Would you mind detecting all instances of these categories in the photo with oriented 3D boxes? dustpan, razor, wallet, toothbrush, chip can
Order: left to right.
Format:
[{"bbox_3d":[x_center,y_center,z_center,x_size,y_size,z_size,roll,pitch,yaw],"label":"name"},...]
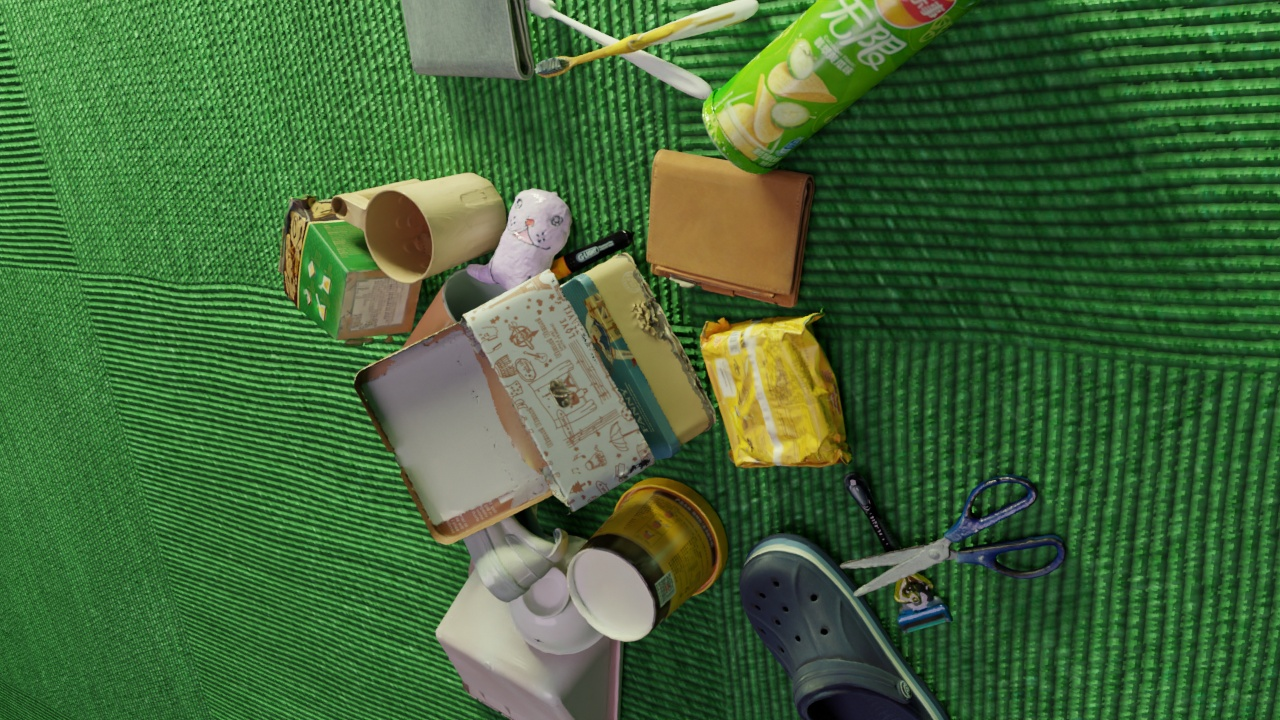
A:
[{"bbox_3d":[-0.149,-0.296,0.782,0.130,0.036,0.107,15,123,34],"label":"wallet"},{"bbox_3d":[-0.105,0.318,1.028,0.223,0.138,0.274,20,147,23],"label":"dustpan"},{"bbox_3d":[-0.017,-0.250,0.730,0.180,0.016,0.016,32,126,16],"label":"toothbrush"},{"bbox_3d":[-0.001,-0.245,0.702,0.192,0.018,0.016,-7,99,27],"label":"toothbrush"},{"bbox_3d":[0.067,-0.103,0.723,0.132,0.031,0.108,16,116,29],"label":"wallet"},{"bbox_3d":[0.136,-0.209,0.607,0.222,0.072,0.072,-34,88,38],"label":"chip can"},{"bbox_3d":[0.202,0.152,0.744,0.043,0.022,0.142,-27,94,24],"label":"razor"}]

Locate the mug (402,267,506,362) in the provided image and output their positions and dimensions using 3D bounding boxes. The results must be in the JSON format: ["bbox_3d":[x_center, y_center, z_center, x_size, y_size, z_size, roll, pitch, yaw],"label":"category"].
[{"bbox_3d":[-0.183,-0.026,0.897,0.123,0.078,0.078,-37,87,43],"label":"mug"}]

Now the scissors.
[{"bbox_3d":[0.234,0.138,0.709,0.171,0.012,0.141,7,108,21],"label":"scissors"}]

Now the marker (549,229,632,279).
[{"bbox_3d":[-0.055,-0.090,0.819,0.124,0.015,0.018,-20,100,38],"label":"marker"}]

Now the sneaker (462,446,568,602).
[{"bbox_3d":[-0.146,0.113,0.901,0.091,0.089,0.242,-37,55,3],"label":"sneaker"}]

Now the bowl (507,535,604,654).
[{"bbox_3d":[-0.085,0.228,0.902,0.118,0.065,0.118,-4,72,11],"label":"bowl"}]

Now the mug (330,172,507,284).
[{"bbox_3d":[-0.201,-0.131,0.842,0.125,0.103,0.084,27,122,22],"label":"mug"}]

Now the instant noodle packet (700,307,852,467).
[{"bbox_3d":[0.109,0.023,0.740,0.111,0.044,0.128,-6,103,37],"label":"instant noodle packet"}]

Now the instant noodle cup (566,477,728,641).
[{"bbox_3d":[0.003,0.183,0.832,0.119,0.114,0.119,13,116,28],"label":"instant noodle cup"}]

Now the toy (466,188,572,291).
[{"bbox_3d":[-0.102,-0.103,0.821,0.084,0.038,0.108,32,105,15],"label":"toy"}]

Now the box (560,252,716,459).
[{"bbox_3d":[-0.005,0.004,0.781,0.184,0.059,0.090,63,155,0],"label":"box"}]

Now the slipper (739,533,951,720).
[{"bbox_3d":[0.164,0.267,0.776,0.105,0.095,0.253,-39,89,35],"label":"slipper"}]

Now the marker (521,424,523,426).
[{"bbox_3d":[-0.105,0.022,0.897,0.022,0.018,0.131,38,126,32],"label":"marker"}]

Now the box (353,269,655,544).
[{"bbox_3d":[-0.120,0.048,0.751,0.227,0.156,0.180,-26,96,3],"label":"box"}]

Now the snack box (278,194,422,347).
[{"bbox_3d":[-0.268,-0.085,0.881,0.105,0.118,0.118,46,130,34],"label":"snack box"}]
